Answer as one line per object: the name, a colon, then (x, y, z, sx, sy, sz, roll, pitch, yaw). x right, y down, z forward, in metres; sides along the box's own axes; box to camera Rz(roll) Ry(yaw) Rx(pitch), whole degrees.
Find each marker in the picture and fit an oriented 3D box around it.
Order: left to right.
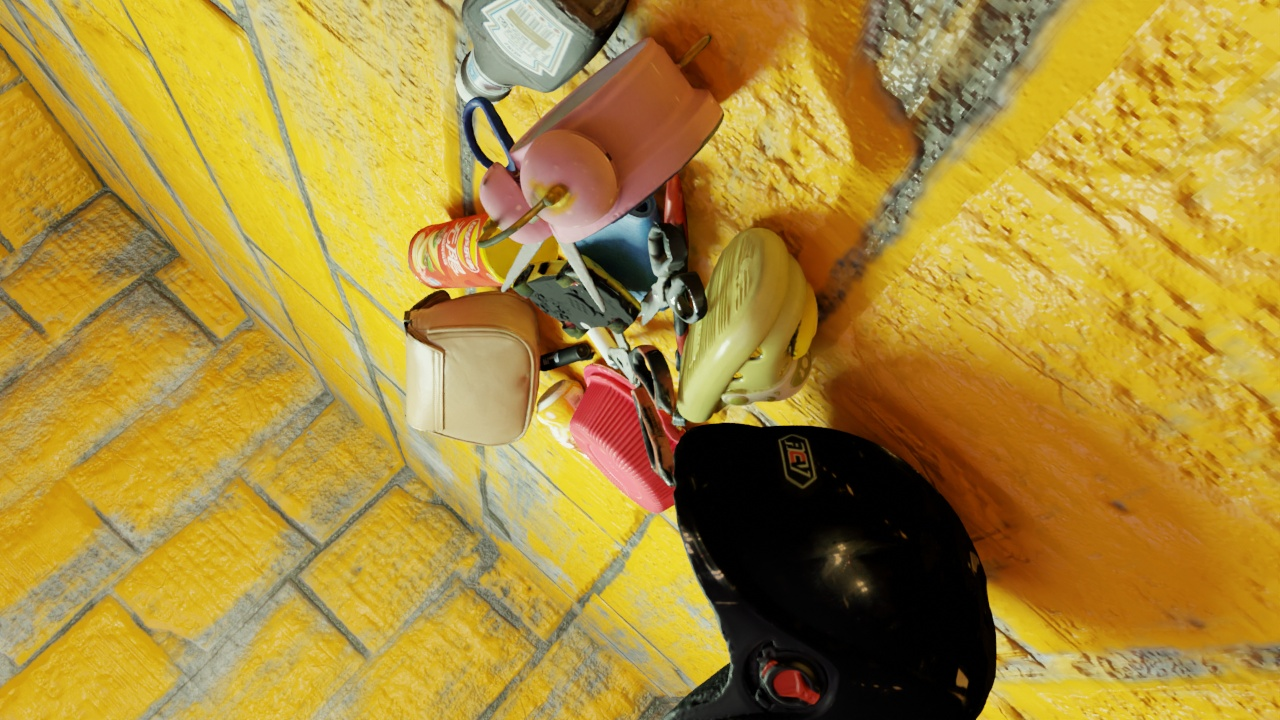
marker: (-0.084, -0.003, 1.002, 0.022, 0.020, 0.132, 20, 166, -22)
marker: (-0.052, -0.044, 0.867, 0.023, 0.018, 0.131, 0, 133, 49)

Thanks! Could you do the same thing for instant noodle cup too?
instant noodle cup: (-0.008, 0.092, 0.957, 0.194, 0.065, 0.194, 41, 163, 15)

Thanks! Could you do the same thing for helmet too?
helmet: (0.123, 0.160, 0.650, 0.230, 0.232, 0.275, -15, 120, 15)

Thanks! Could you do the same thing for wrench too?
wrench: (0.029, -0.038, 0.697, 0.016, 0.056, 0.274, 4, 144, 7)

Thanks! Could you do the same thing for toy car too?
toy car: (-0.047, -0.053, 0.720, 0.071, 0.041, 0.156, 40, 164, -22)

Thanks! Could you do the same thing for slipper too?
slipper: (0.077, -0.016, 0.622, 0.081, 0.091, 0.191, 10, 153, -8)

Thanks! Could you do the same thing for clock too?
clock: (-0.029, -0.112, 0.503, 0.060, 0.158, 0.117, 49, 158, -21)

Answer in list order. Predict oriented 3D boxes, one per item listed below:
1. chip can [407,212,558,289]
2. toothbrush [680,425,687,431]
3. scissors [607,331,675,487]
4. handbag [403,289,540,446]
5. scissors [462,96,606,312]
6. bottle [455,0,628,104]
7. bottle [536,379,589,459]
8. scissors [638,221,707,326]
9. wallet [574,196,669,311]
chip can: (-0.156, -0.104, 0.870, 0.073, 0.073, 0.217, 53, 158, -23)
toothbrush: (0.081, 0.098, 0.901, 0.189, 0.014, 0.018, 36, 142, 22)
scissors: (-0.002, 0.020, 0.758, 0.196, 0.015, 0.215, 104, 153, -66)
handbag: (-0.185, 0.006, 1.014, 0.147, 0.099, 0.205, 4, 137, -10)
scissors: (-0.064, -0.112, 0.626, 0.162, 0.012, 0.173, 43, 126, 3)
bottle: (-0.076, -0.203, 0.575, 0.080, 0.044, 0.195, 40, 162, -18)
bottle: (-0.069, 0.075, 1.055, 0.108, 0.063, 0.063, 49, 159, -13)
scissors: (0.016, -0.038, 0.645, 0.136, 0.014, 0.175, 57, 163, 37)
wallet: (-0.024, -0.098, 0.685, 0.106, 0.040, 0.133, 32, 162, 21)
